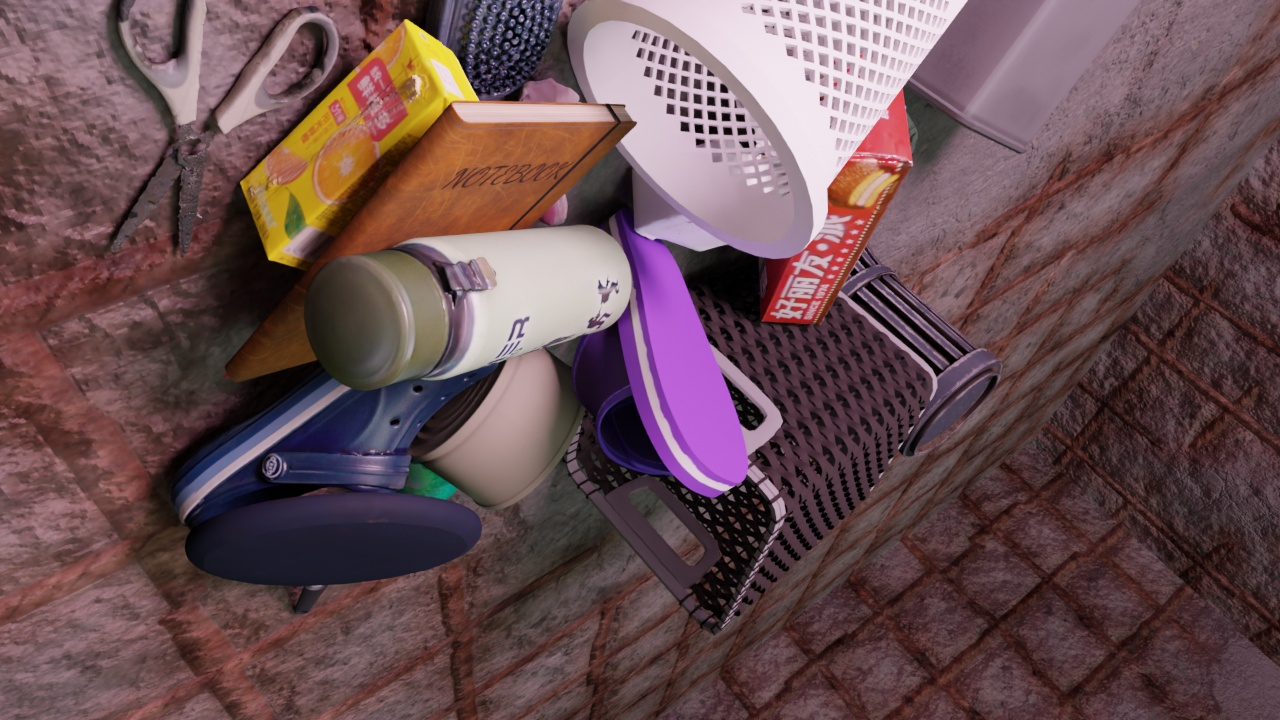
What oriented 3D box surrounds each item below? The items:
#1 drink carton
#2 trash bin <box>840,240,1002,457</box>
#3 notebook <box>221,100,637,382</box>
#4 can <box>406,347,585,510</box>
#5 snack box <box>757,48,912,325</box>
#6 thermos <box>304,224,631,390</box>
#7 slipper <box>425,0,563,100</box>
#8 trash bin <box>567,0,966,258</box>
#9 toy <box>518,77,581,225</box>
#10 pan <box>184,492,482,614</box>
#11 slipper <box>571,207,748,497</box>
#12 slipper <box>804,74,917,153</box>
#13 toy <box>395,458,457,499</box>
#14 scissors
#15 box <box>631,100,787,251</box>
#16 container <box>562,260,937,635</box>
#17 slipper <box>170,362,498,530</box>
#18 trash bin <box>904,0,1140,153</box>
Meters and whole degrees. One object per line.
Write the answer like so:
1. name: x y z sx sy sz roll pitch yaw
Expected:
1. drink carton: -0.147 -0.110 0.483 0.135 0.058 0.043 -36 156 18
2. trash bin: 0.261 -0.019 1.004 0.164 0.227 0.164 -32 152 -19
3. notebook: -0.123 -0.067 0.550 0.250 0.014 0.178 -37 173 32
4. can: -0.110 0.039 0.690 0.128 0.127 0.073 -46 118 8
5. snack box: 0.151 -0.135 0.764 0.060 0.113 0.237 4 152 -5
6. thermos: -0.086 -0.038 0.529 0.082 0.082 0.230 -54 165 24
7. slipper: -0.036 -0.234 0.451 0.101 0.082 0.264 -19 147 -41
8. trash bin: 0.094 -0.204 0.574 0.199 0.195 0.195 -46 155 -12
9. toy: -0.067 -0.130 0.604 0.063 0.047 0.110 -12 147 -27
10. pan: -0.245 0.165 0.715 0.198 0.021 0.358 3 154 -25
11. slipper: -0.004 0.004 0.670 0.084 0.266 0.107 -34 134 19
12. slipper: 0.217 -0.214 0.850 0.098 0.055 0.268 -54 153 18
13. toy: -0.148 0.079 0.790 0.192 0.072 0.131 -28 146 -43
14. scissors: -0.217 -0.124 0.451 0.158 0.012 0.162 -34 153 -11
15. box: 0.065 -0.168 0.710 0.129 0.137 0.108 -10 173 34
16. container: 0.103 0.067 0.912 0.243 0.247 0.246 -29 151 -31
17. slipper: -0.194 0.055 0.622 0.253 0.095 0.105 -31 167 6
18. trash bin: 0.362 -0.318 0.839 0.191 0.097 0.220 -3 133 -51
